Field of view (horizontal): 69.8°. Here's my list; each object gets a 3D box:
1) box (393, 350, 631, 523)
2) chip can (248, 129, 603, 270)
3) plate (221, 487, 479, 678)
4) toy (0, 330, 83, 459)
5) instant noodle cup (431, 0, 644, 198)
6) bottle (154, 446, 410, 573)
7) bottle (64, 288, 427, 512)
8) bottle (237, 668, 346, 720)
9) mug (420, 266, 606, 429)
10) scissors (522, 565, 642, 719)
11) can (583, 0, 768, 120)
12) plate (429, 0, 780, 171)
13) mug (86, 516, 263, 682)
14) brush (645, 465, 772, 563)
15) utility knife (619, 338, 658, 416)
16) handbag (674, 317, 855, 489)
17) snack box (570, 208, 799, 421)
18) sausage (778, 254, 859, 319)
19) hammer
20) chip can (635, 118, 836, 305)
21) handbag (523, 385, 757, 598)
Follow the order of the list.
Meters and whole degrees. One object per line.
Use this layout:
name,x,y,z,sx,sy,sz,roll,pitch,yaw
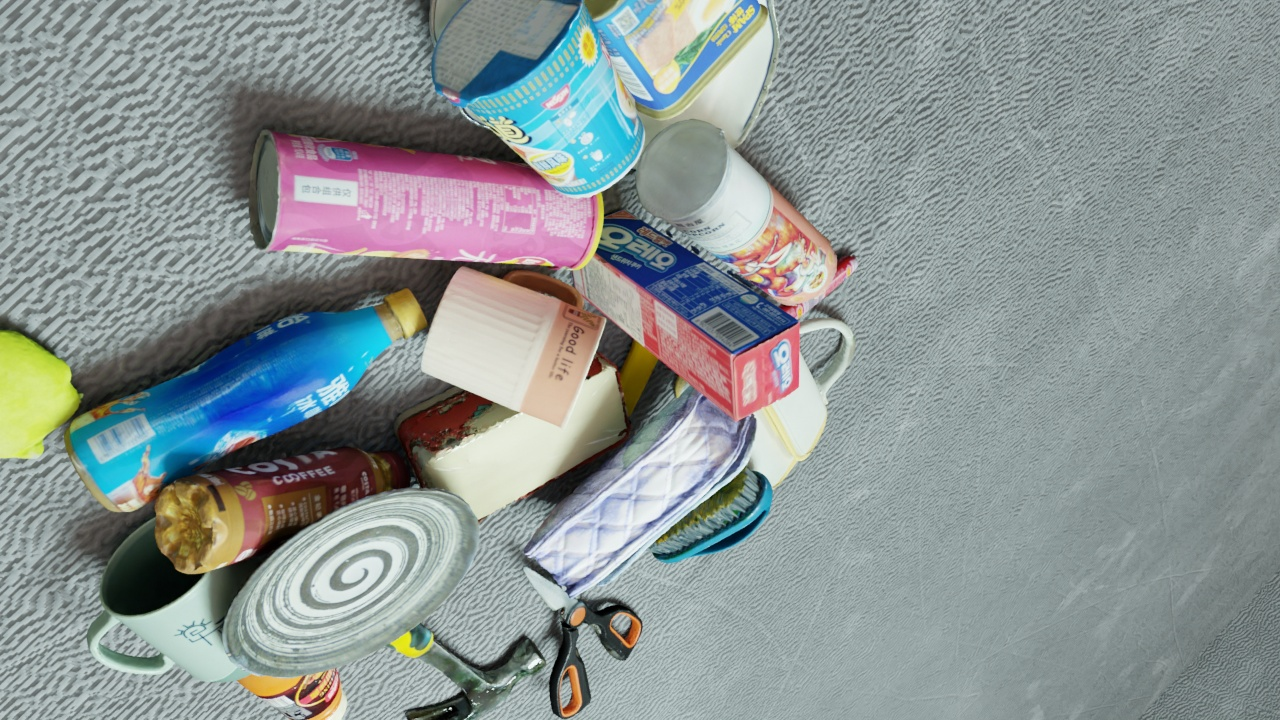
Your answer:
box,-0.091,0.055,0.701,0.168,0.077,0.091,-28,131,-19
chip can,-0.130,-0.098,0.582,0.210,0.071,0.071,0,117,-34
plate,-0.194,0.147,0.622,0.179,0.024,0.180,-28,144,-23
toy,-0.367,0.012,0.511,0.100,0.031,0.097,5,112,-37
instant noodle cup,-0.052,-0.156,0.542,0.099,0.099,0.110,-46,142,-2
bottle,-0.226,0.091,0.607,0.174,0.057,0.057,-8,126,-62
bottle,-0.240,0.015,0.581,0.218,0.065,0.065,-30,131,-18
bottle,-0.266,0.248,0.716,0.066,0.067,0.150,-28,137,-18
mug,-0.084,-0.021,0.641,0.106,0.114,0.082,21,137,-5
scissors,-0.054,0.242,0.872,0.197,0.022,0.227,-12,117,-48
can,0.018,-0.218,0.571,0.102,0.057,0.083,-47,131,-2
plate,-0.018,-0.216,0.610,0.265,0.034,0.162,6,113,-37
mug,-0.303,0.169,0.615,0.111,0.082,0.106,-35,138,-17
brush,0.065,0.147,0.847,0.073,0.055,0.144,36,125,-29
utility knife,-0.005,0.005,0.773,0.033,0.015,0.168,14,110,-34
handbag,0.134,0.022,0.855,0.178,0.063,0.163,-44,135,-8
snack box,0.022,-0.040,0.632,0.057,0.207,0.058,-26,131,-23
sausage,0.151,-0.058,0.813,0.155,0.020,0.020,-36,135,-35
hammer,-0.191,0.228,0.748,0.126,0.032,0.323,-38,140,-8
chip can,0.081,-0.104,0.696,0.071,0.071,0.214,-56,147,7
handbag,0.002,0.105,0.739,0.194,0.134,0.075,-42,92,22
